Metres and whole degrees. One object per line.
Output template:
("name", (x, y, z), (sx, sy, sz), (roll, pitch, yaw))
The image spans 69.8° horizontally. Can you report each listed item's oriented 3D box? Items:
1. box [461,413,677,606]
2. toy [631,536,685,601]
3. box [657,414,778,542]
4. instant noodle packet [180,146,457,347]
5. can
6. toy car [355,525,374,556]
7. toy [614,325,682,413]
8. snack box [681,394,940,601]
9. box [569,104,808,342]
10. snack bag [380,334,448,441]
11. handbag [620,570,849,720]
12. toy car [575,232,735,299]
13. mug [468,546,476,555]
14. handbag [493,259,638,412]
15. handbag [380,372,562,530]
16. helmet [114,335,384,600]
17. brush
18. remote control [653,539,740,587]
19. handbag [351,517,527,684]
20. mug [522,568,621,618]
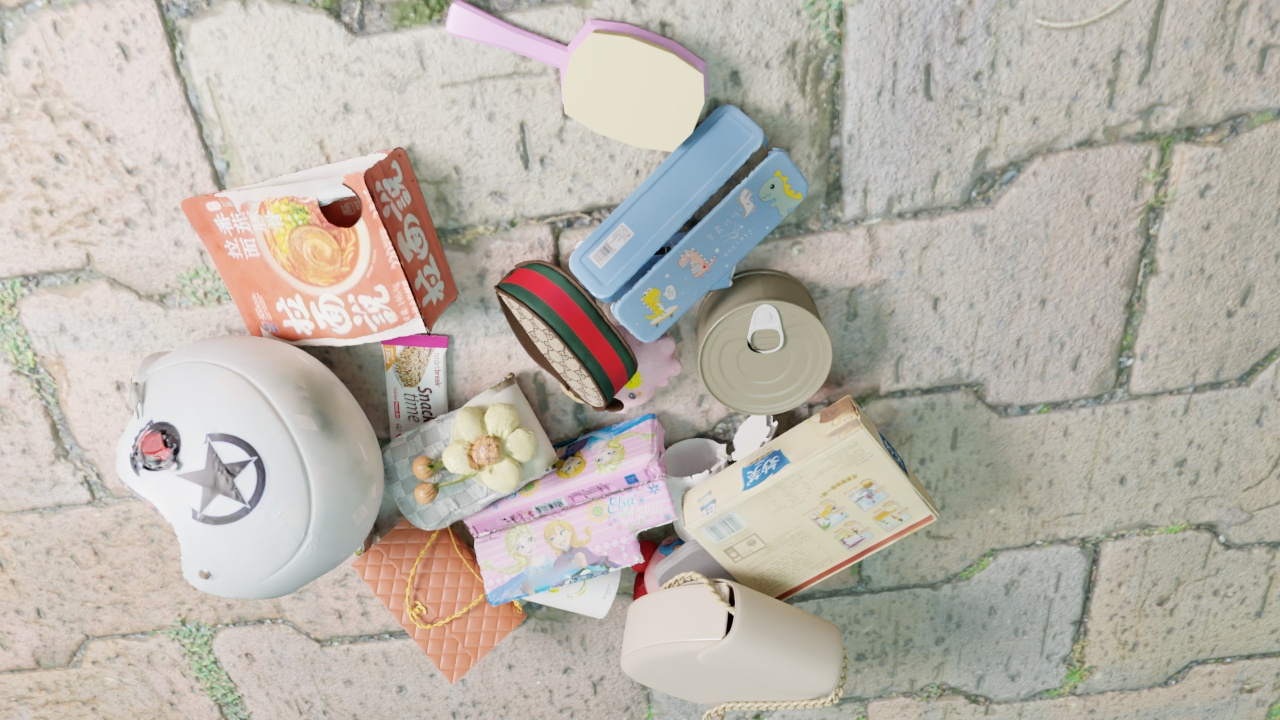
("box", (-0.078, 0.150, 0.959), (0.231, 0.158, 0.066), (-20, 147, 14))
("toy", (0.057, 0.240, 1.069), (0.131, 0.096, 0.124), (5, 117, 18))
("box", (0.092, 0.123, 0.987), (0.144, 0.083, 0.137), (-10, 120, 15))
("instant noodle packet", (-0.308, -0.098, 0.871), (0.221, 0.083, 0.164), (-5, 123, 16))
("can", (0.118, -0.019, 0.901), (0.128, 0.073, 0.128), (0, 122, 0))
("toy car", (-0.322, 0.170, 1.031), (0.033, 0.048, 0.105), (-13, 121, 3))
("toy", (-0.006, 0.005, 0.928), (0.093, 0.050, 0.102), (-9, 122, 16))
("snack box", (0.169, 0.147, 0.926), (0.208, 0.055, 0.153), (-34, 118, 18))
("box", (0.043, -0.119, 0.810), (0.209, 0.049, 0.120), (-44, 93, 6))
("snack bag", (-0.237, 0.058, 0.981), (0.070, 0.016, 0.197), (3, 121, -4))
("handbag", (0.089, 0.313, 0.968), (0.210, 0.103, 0.209), (27, 142, -23))
("toy car", (0.015, -0.089, 0.868), (0.153, 0.054, 0.056), (-4, 121, 2))
("mug", (-0.213, 0.271, 1.085), (0.089, 0.073, 0.105), (4, 96, -3))
("handbag", (-0.076, -0.018, 0.879), (0.063, 0.138, 0.166), (-47, 113, -19))
("handbag", (-0.182, 0.102, 0.930), (0.171, 0.123, 0.112), (-28, 91, 6))
("helmet", (-0.346, 0.080, 0.873), (0.164, 0.236, 0.264), (-28, 82, 6))
("brush", (-0.054, -0.249, 0.777), (0.228, 0.043, 0.089), (17, 120, -11))
("remote control", (0.077, 0.246, 1.014), (0.074, 0.019, 0.151), (-38, 130, 10))
("handbag", (-0.222, 0.256, 1.023), (0.108, 0.060, 0.172), (-41, 86, -11))
("mug", (-0.085, 0.245, 1.058), (0.106, 0.082, 0.083), (19, 119, -12))
